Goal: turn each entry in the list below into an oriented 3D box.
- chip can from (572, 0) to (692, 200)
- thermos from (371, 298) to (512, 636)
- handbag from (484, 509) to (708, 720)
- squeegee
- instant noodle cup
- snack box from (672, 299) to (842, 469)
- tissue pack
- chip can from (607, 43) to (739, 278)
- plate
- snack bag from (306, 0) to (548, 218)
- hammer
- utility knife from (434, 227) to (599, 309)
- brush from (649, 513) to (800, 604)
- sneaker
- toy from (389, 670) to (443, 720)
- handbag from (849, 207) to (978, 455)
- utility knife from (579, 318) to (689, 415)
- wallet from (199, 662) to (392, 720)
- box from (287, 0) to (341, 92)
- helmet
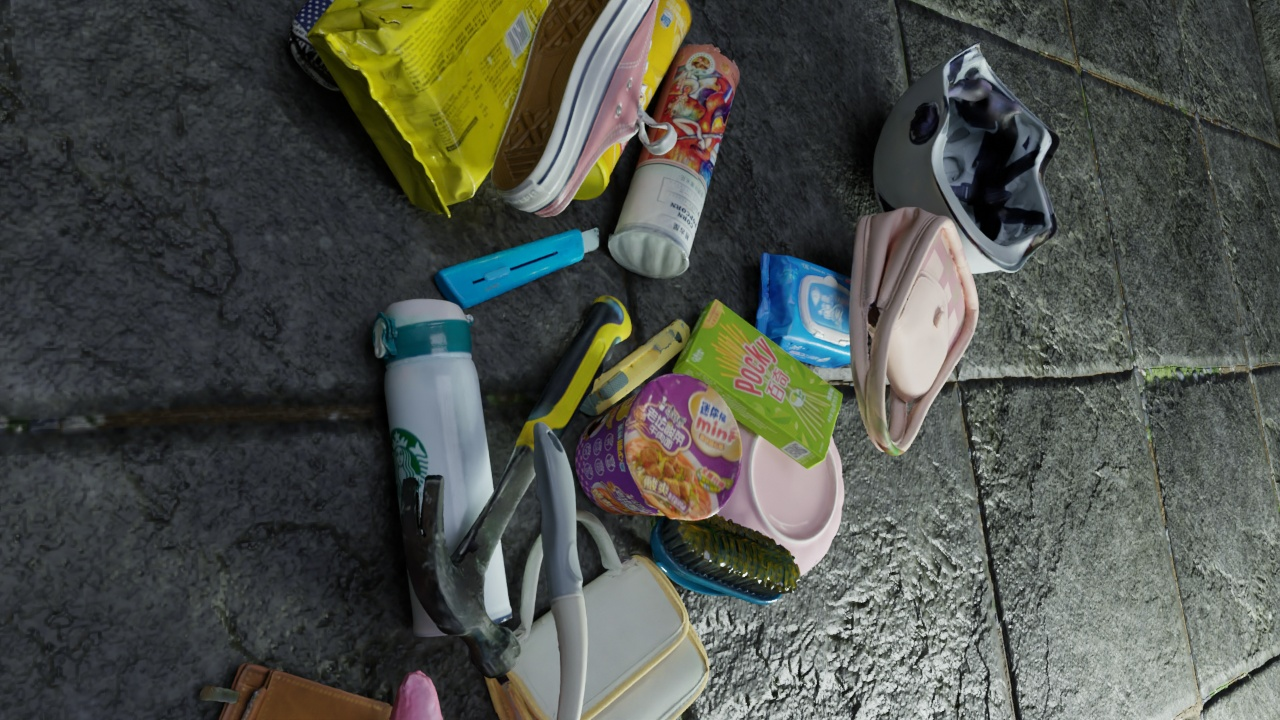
[{"bbox_3d":[-0.023,-0.238,0.791,0.072,0.072,0.212,39,58,-26],"label":"chip can"},{"bbox_3d":[-0.139,0.070,0.630,0.073,0.073,0.224,-4,82,-40],"label":"thermos"},{"bbox_3d":[-0.039,0.207,0.689,0.163,0.063,0.179,-27,94,-41],"label":"handbag"},{"bbox_3d":[-0.051,0.157,0.573,0.246,0.039,0.246,28,57,-59],"label":"squeegee"},{"bbox_3d":[0.007,0.074,0.723,0.111,0.099,0.111,11,71,-34],"label":"instant noodle cup"},{"bbox_3d":[0.109,0.021,0.830,0.156,0.026,0.085,36,49,-9],"label":"snack box"},{"bbox_3d":[0.176,-0.047,0.921,0.157,0.052,0.095,14,71,-36],"label":"tissue pack"},{"bbox_3d":[0.033,-0.182,0.825,0.071,0.071,0.214,32,61,-30],"label":"chip can"},{"bbox_3d":[0.131,0.111,0.858,0.192,0.039,0.192,10,73,-37],"label":"plate"},{"bbox_3d":[-0.124,-0.237,0.673,0.245,0.068,0.158,-64,148,-31],"label":"snack bag"},{"bbox_3d":[-0.071,0.052,0.653,0.126,0.032,0.322,62,33,-27],"label":"hammer"},{"bbox_3d":[-0.090,-0.079,0.735,0.165,0.018,0.034,-27,97,-41],"label":"utility knife"},{"bbox_3d":[0.064,0.169,0.768,0.143,0.074,0.055,26,43,-29],"label":"brush"},{"bbox_3d":[-0.028,-0.208,0.678,0.087,0.118,0.240,30,75,-43],"label":"sneaker"},{"bbox_3d":[-0.132,0.289,0.572,0.178,0.075,0.194,-27,112,-65],"label":"toy"},{"bbox_3d":[0.264,-0.016,0.928,0.193,0.093,0.233,51,53,-46],"label":"handbag"},{"bbox_3d":[-0.005,0.005,0.791,0.151,0.018,0.031,-40,111,-42],"label":"utility knife"},{"bbox_3d":[-0.219,0.255,0.543,0.119,0.035,0.130,33,61,-31],"label":"wallet"},{"bbox_3d":[-0.198,-0.263,0.679,0.074,0.065,0.164,30,59,-3],"label":"box"},{"bbox_3d":[0.349,-0.208,1.038,0.229,0.146,0.258,28,66,-31],"label":"helmet"}]
